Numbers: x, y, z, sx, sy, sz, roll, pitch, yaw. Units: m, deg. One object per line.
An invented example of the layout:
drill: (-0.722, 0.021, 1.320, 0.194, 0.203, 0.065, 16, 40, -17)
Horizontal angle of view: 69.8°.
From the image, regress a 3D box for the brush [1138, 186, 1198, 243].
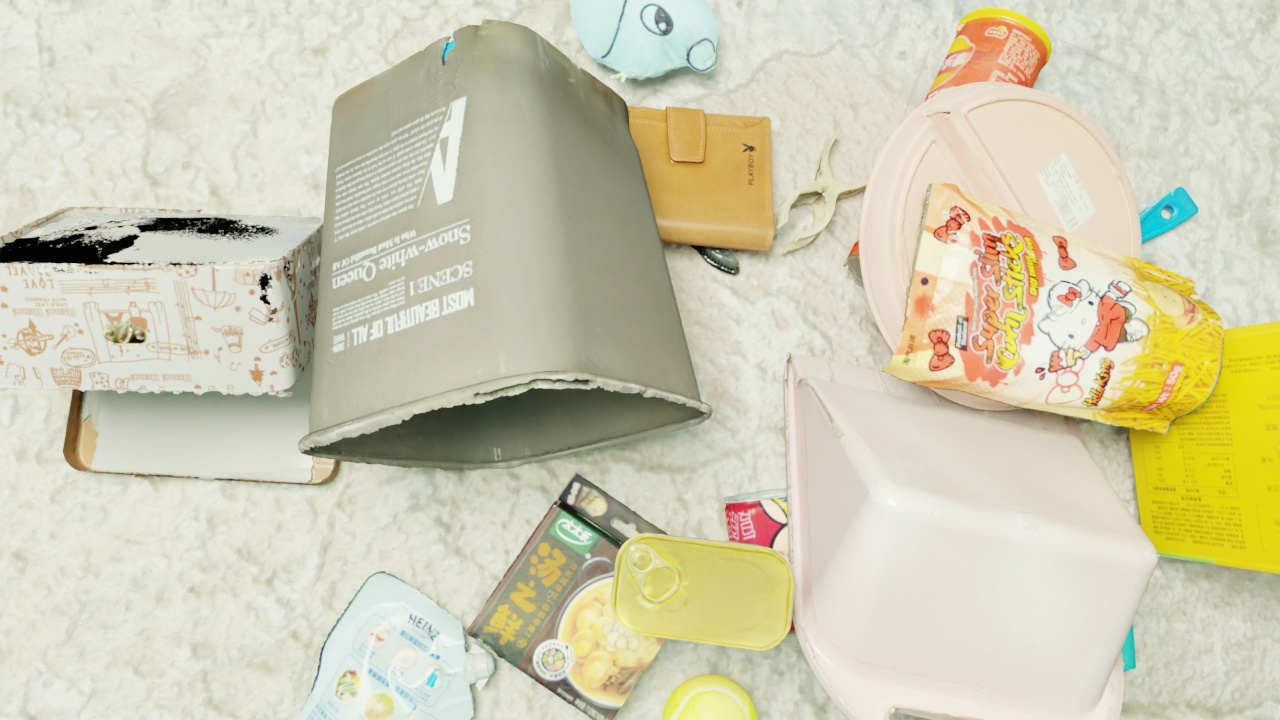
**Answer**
brush: (0.319, -0.063, 0.691, 0.254, 0.046, 0.083, -30, 82, -12)

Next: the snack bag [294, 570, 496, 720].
snack bag: (-0.183, 0.245, 0.602, 0.110, 0.039, 0.190, 33, 79, 5)

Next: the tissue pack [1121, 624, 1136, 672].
tissue pack: (0.282, 0.172, 0.647, 0.133, 0.050, 0.093, 1, 81, -6)

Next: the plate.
plate: (0.256, -0.079, 0.632, 0.229, 0.028, 0.229, 0, 90, -18)

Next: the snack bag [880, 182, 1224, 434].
snack bag: (0.265, -0.027, 0.595, 0.207, 0.073, 0.128, 15, 87, -11)

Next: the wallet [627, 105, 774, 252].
wallet: (0.031, -0.134, 0.666, 0.131, 0.031, 0.107, 5, 72, -8)

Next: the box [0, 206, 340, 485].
box: (-0.290, 0.005, 0.588, 0.183, 0.154, 0.187, 1, 111, -2)

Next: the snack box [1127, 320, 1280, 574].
snack box: (0.414, 0.055, 0.584, 0.070, 0.210, 0.157, -4, 85, -13)

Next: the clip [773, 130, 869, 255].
clip: (0.134, -0.121, 0.683, 0.071, 0.035, 0.100, 40, 73, 1)

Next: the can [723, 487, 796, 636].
can: (0.096, 0.136, 0.626, 0.066, 0.066, 0.093, -7, 84, -6)

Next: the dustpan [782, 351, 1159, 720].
dustpan: (0.191, 0.119, 0.589, 0.222, 0.273, 0.139, 13, 110, 0)

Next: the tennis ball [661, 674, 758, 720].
tennis ball: (0.046, 0.242, 0.608, 0.065, 0.065, 0.065, 1, 82, -5)

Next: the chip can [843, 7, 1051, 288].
chip can: (0.226, -0.148, 0.673, 0.073, 0.073, 0.216, 27, 81, -1)

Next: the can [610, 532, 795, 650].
can: (0.038, 0.136, 0.554, 0.102, 0.083, 0.057, 6, 82, 5)

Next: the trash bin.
trash bin: (-0.086, -0.057, 0.559, 0.199, 0.198, 0.219, -15, 75, 28)

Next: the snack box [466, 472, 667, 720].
snack box: (-0.035, 0.160, 0.623, 0.113, 0.053, 0.125, 34, 86, 0)

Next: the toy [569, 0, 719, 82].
toy: (-0.005, -0.276, 0.680, 0.161, 0.050, 0.156, 26, 79, 3)

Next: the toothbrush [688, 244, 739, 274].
toothbrush: (-0.004, -0.120, 0.677, 0.189, 0.017, 0.014, 35, 71, 1)
